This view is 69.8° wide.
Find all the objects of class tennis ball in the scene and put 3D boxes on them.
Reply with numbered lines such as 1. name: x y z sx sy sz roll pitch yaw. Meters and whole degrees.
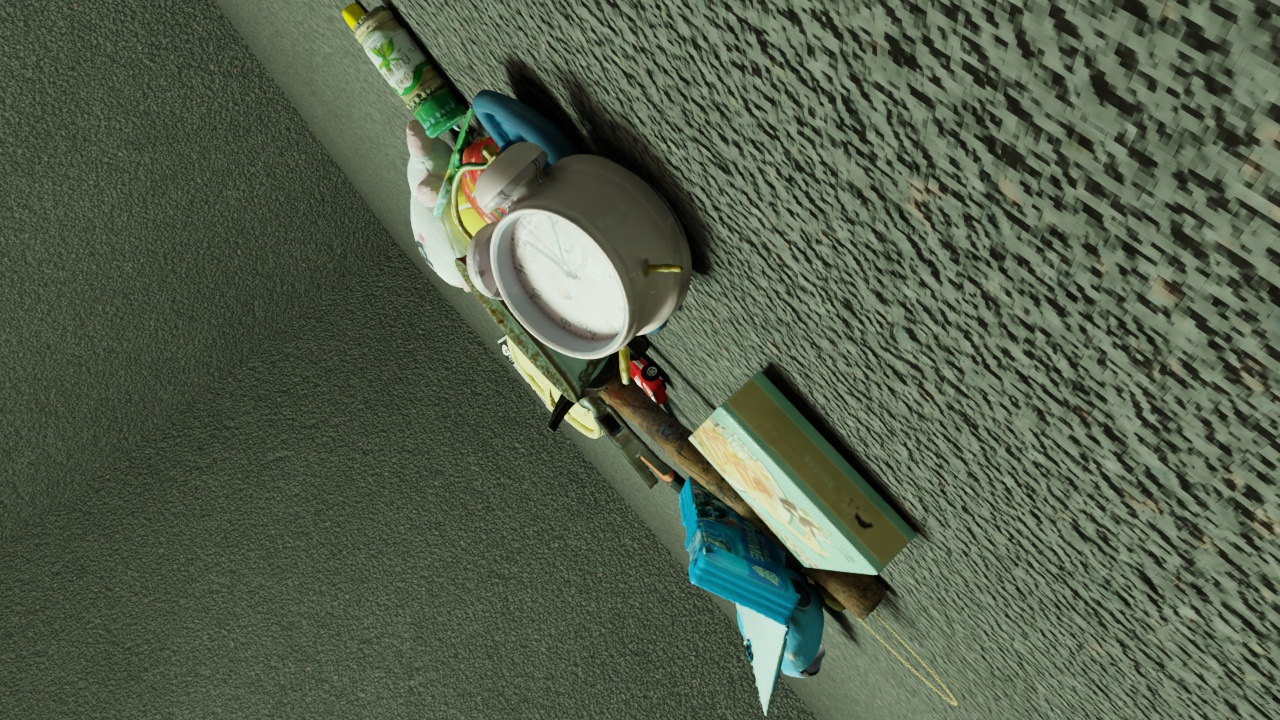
1. tennis ball: -0.143 -0.143 0.854 0.065 0.065 0.065 48 171 10

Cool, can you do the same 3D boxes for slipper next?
1. slipper: -0.052 -0.096 0.642 0.214 0.059 0.104 54 172 -31

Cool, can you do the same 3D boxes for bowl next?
1. bowl: -0.074 -0.053 0.798 0.160 0.093 0.160 48 170 10

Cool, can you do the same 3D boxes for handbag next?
1. handbag: -0.093 0.005 1.148 0.233 0.088 0.191 43 166 36
2. handbag: 0.215 0.245 0.837 0.178 0.027 0.084 44 169 21

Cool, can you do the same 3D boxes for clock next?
1. clock: -0.048 -0.067 0.551 0.158 0.058 0.117 34 138 11

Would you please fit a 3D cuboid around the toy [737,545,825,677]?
1. toy: 0.145 0.265 1.071 0.224 0.099 0.191 66 174 -35

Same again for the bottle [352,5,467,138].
1. bottle: -0.195 -0.244 0.776 0.110 0.042 0.043 53 170 -14

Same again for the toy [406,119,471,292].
1. toy: -0.190 -0.157 0.930 0.138 0.101 0.180 -101 -12 -60

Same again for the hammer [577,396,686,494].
1. hammer: 0.037 0.138 1.095 0.133 0.033 0.333 47 180 37

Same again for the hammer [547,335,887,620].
1. hammer: 0.065 0.108 0.798 0.330 0.120 0.033 39 174 21

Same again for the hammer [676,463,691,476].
1. hammer: -0.007 0.048 0.993 0.311 0.029 0.125 48 179 -37

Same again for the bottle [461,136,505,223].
1. bottle: -0.116 -0.149 0.756 0.071 0.048 0.134 53 170 -7

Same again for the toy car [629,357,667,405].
1. toy car: -0.005 0.006 0.917 0.089 0.025 0.038 45 169 29

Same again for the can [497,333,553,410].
1. can: -0.143 0.005 1.388 0.146 0.080 0.080 51 171 -10

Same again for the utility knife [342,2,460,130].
1. utility knife: -0.220 -0.271 0.849 0.174 0.020 0.029 48 171 16

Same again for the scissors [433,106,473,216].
1. scissors: -0.165 -0.170 0.808 0.012 0.112 0.131 19 -174 -13

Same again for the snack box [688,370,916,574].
1. snack box: 0.105 0.086 0.660 0.141 0.044 0.194 47 170 6

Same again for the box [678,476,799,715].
1. box: 0.079 0.209 0.865 0.114 0.114 0.243 25 -172 -3
